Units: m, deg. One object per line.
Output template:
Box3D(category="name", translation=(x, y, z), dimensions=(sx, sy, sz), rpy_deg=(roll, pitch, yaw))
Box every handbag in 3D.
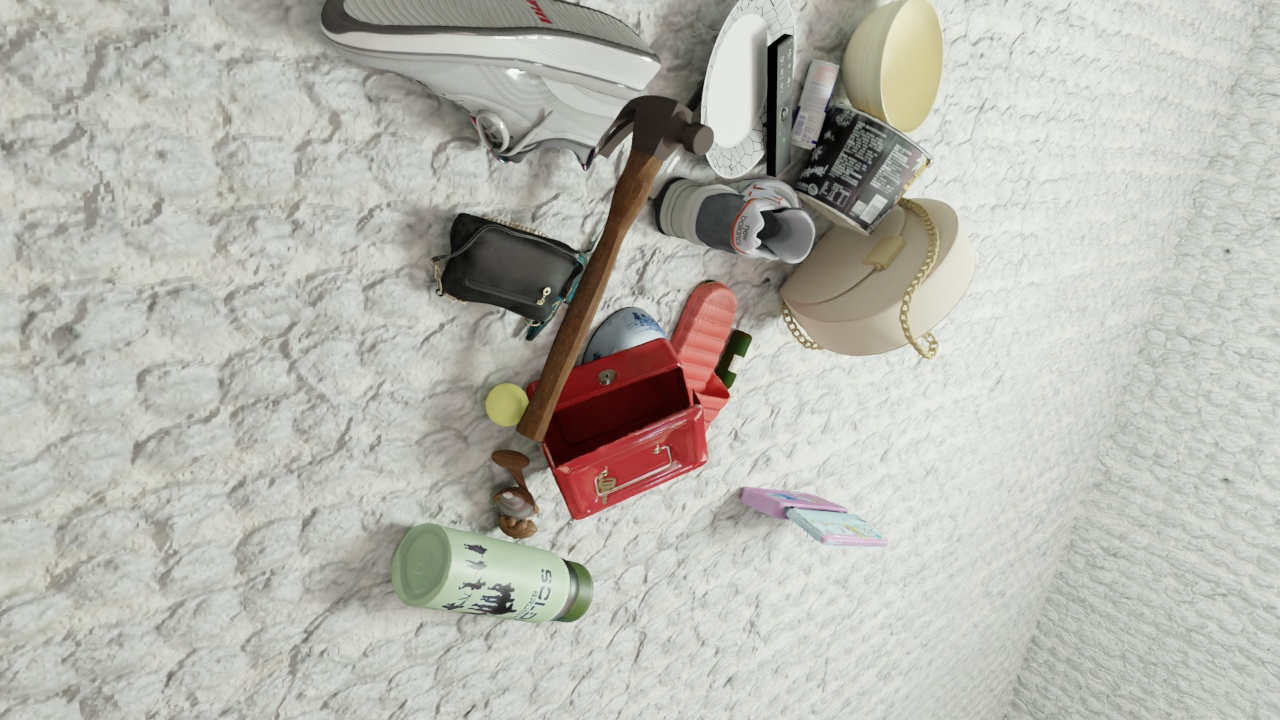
Box3D(category="handbag", translation=(-0.113, -0.075, 0.775), dimensions=(0.128, 0.054, 0.079), rpy_deg=(14, 106, -31))
Box3D(category="handbag", translation=(0.288, -0.098, 1.102), dimensions=(0.210, 0.209, 0.103), rpy_deg=(-49, 122, -17))

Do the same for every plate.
Box3D(category="plate", translation=(0.105, -0.280, 0.928), dimensions=(0.188, 0.016, 0.189), rpy_deg=(-39, 140, -42))

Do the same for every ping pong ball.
Box3D(category="ping pong ball", translation=(-0.124, 0.041, 0.853), dimensions=(0.040, 0.040, 0.040), rpy_deg=(-26, 128, -38))

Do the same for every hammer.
Box3D(category="hammer", translation=(-0.039, -0.080, 0.819), dimensions=(0.033, 0.115, 0.323), rpy_deg=(17, 98, -51))

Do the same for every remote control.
Box3D(category="remote control", translation=(0.148, -0.268, 0.975), dimensions=(0.034, 0.013, 0.150), rpy_deg=(-46, 145, -35))
Box3D(category="remote control", translation=(0.039, -0.221, 0.908), dimensions=(0.136, 0.013, 0.033), rpy_deg=(-56, 143, -9))

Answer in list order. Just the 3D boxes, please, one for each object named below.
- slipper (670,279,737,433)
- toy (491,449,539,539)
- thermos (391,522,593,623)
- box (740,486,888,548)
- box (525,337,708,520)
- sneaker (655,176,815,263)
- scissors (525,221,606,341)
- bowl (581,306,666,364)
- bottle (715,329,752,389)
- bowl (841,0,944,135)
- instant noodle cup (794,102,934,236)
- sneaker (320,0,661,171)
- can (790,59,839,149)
Box3D(category="slipper", translation=(0.061, 0.033, 1.043), dimensions=(0.103, 0.059, 0.249), rpy_deg=(18, 96, -51))
Box3D(category="toy", translation=(-0.124, 0.139, 0.910), dimensions=(0.102, 0.042, 0.054), rpy_deg=(77, 30, -49))
Box3D(category="thermos", translation=(-0.139, 0.219, 0.915), dimensions=(0.231, 0.082, 0.082), rpy_deg=(29, 88, -52))
Box3D(category="box", translation=(0.250, 0.222, 1.290), dimensions=(0.214, 0.151, 0.035), rpy_deg=(15, 100, -51))
Box3D(category="box", translation=(-0.022, 0.067, 0.907), dimensions=(0.157, 0.110, 0.134), rpy_deg=(-22, 141, -9))
Box3D(category="sneaker", translation=(0.132, -0.141, 0.970), dimensions=(0.239, 0.124, 0.089), rpy_deg=(-8, 116, -46))
Box3D(category="scissors", translation=(-0.063, -0.067, 0.878), dimensions=(0.147, 0.019, 0.124), rpy_deg=(-34, 132, -34))
Box3D(category="bowl", translation=(-0.006, 0.006, 0.962), dimensions=(0.114, 0.045, 0.114), rpy_deg=(-26, 128, -38))
Box3D(category="bottle", translation=(0.104, 0.014, 1.107), dimensions=(0.025, 0.025, 0.106), rpy_deg=(17, 98, -51))
Box3D(category="bowl", translation=(0.282, -0.340, 1.059), dimensions=(0.150, 0.075, 0.151), rpy_deg=(-20, 118, -43))
Box3D(category="instant noodle cup", translation=(0.249, -0.216, 1.063), dimensions=(0.137, 0.137, 0.112), rpy_deg=(20, 105, -51))
Box3D(category="sneaker", translation=(-0.115, -0.209, 0.692), dimensions=(0.262, 0.096, 0.129), rpy_deg=(-3, 134, -38))
Box3D(category="can", translation=(0.194, -0.287, 1.030), dimensions=(0.032, 0.032, 0.095), rpy_deg=(-1, 112, -48))
